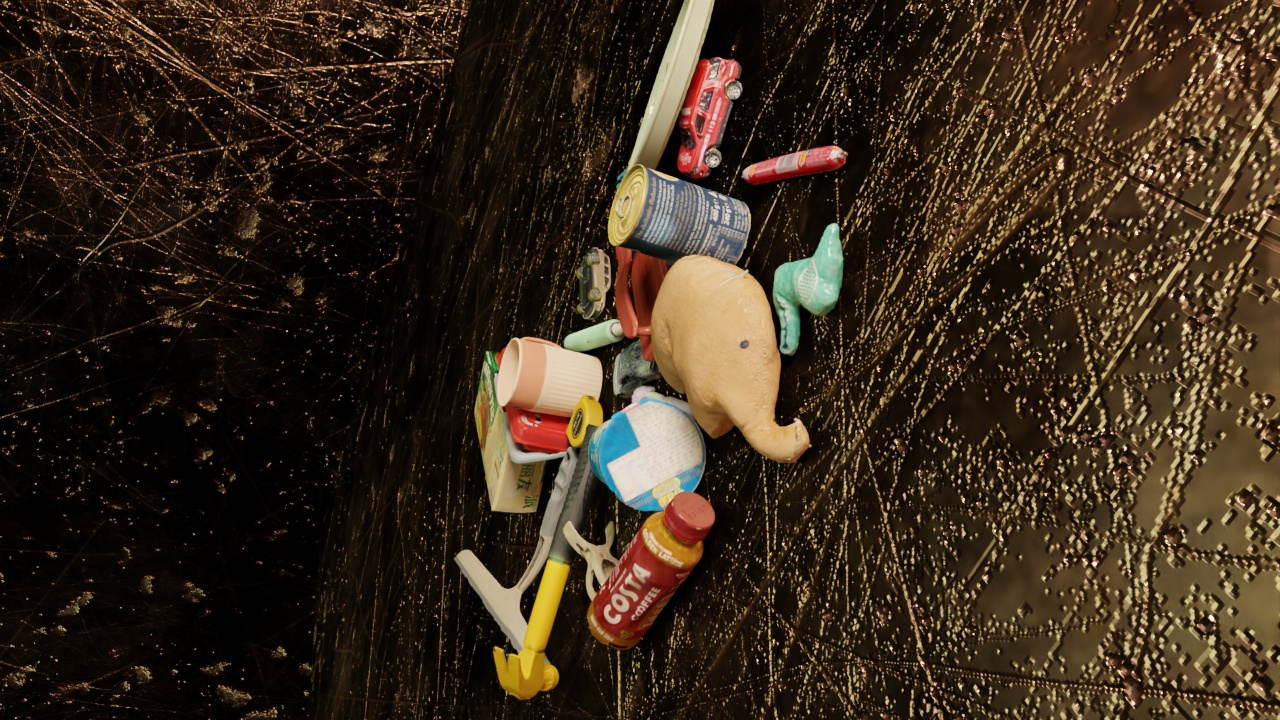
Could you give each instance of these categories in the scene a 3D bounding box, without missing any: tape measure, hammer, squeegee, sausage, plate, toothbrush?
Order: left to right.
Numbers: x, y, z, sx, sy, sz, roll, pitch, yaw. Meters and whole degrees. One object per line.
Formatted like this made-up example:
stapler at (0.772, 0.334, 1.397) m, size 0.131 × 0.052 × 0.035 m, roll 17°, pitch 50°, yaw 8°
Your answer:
squeegee at (-0.119, 0.213, 1.116) m, size 0.246 × 0.039 × 0.247 m, roll 38°, pitch 109°, yaw 46°
hammer at (-0.087, 0.217, 0.996) m, size 0.128 × 0.033 × 0.300 m, roll 39°, pitch -114°, yaw -67°
tape measure at (-0.061, 0.075, 1.062) m, size 0.057 × 0.029 × 0.060 m, roll -122°, pitch 48°, yaw -60°
toothbrush at (-0.040, -0.031, 1.072) m, size 0.027 × 0.026 × 0.225 m, roll 64°, pitch 155°, yaw -6°
plate at (0.032, -0.294, 0.965) m, size 0.230 × 0.027 × 0.230 m, roll -164°, pitch 92°, yaw -83°
toothbrush at (0.037, 0.046, 0.864) m, size 0.029 × 0.021 × 0.189 m, roll -48°, pitch 21°, yaw -12°
sausage at (0.125, -0.162, 0.764) m, size 0.156 × 0.020 × 0.020 m, roll 12°, pitch 90°, yaw 67°

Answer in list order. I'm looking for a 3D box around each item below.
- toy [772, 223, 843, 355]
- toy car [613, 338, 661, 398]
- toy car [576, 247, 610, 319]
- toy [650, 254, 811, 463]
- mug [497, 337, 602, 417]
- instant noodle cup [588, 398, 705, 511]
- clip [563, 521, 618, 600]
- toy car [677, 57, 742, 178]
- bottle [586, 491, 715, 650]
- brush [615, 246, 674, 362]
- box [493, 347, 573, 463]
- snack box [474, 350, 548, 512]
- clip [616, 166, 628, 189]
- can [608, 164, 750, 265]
toy at (0.125, -0.051, 0.700) m, size 0.092 × 0.030 × 0.096 m, roll -178°, pitch 92°, yaw -72°
toy car at (-0.006, 0.006, 0.967) m, size 0.106 × 0.031 × 0.048 m, roll 142°, pitch 136°, yaw -58°
toy car at (-0.056, -0.093, 1.127) m, size 0.042 × 0.035 × 0.090 m, roll 135°, pitch 140°, yaw -54°
toy at (0.069, -0.006, 0.745) m, size 0.226 × 0.082 × 0.143 m, roll -126°, pitch 31°, yaw -59°
mug at (-0.112, 0.015, 1.111) m, size 0.082 × 0.105 × 0.114 m, roll -64°, pitch 26°, yaw 29°
instant noodle cup at (-0.003, 0.086, 0.854) m, size 0.110 × 0.099 × 0.099 m, roll 164°, pitch 116°, yaw -74°
clip at (-0.038, 0.208, 0.939) m, size 0.034 × 0.064 × 0.098 m, roll -63°, pitch 35°, yaw 34°
toy car at (0.063, -0.243, 0.917) m, size 0.053 × 0.045 × 0.120 m, roll -145°, pitch 67°, yaw -67°
bottle at (0.009, 0.185, 0.808) m, size 0.057 × 0.057 × 0.175 m, roll -104°, pitch 34°, yaw -46°
brush at (0.008, -0.072, 0.925) m, size 0.063 × 0.069 × 0.145 m, roll -55°, pitch 32°, yaw 41°
box at (-0.138, 0.064, 1.176) m, size 0.068 × 0.090 × 0.201 m, roll -66°, pitch 25°, yaw 24°
snack box at (-0.182, 0.094, 1.271) m, size 0.240 × 0.063 × 0.115 m, roll -116°, pitch 37°, yaw -56°
clip at (-0.014, -0.225, 1.125) m, size 0.056 × 0.014 × 0.041 m, roll -19°, pitch 61°, yaw 62°
can at (0.036, -0.125, 0.836) m, size 0.076 × 0.111 × 0.075 m, roll -46°, pitch 36°, yaw 50°
